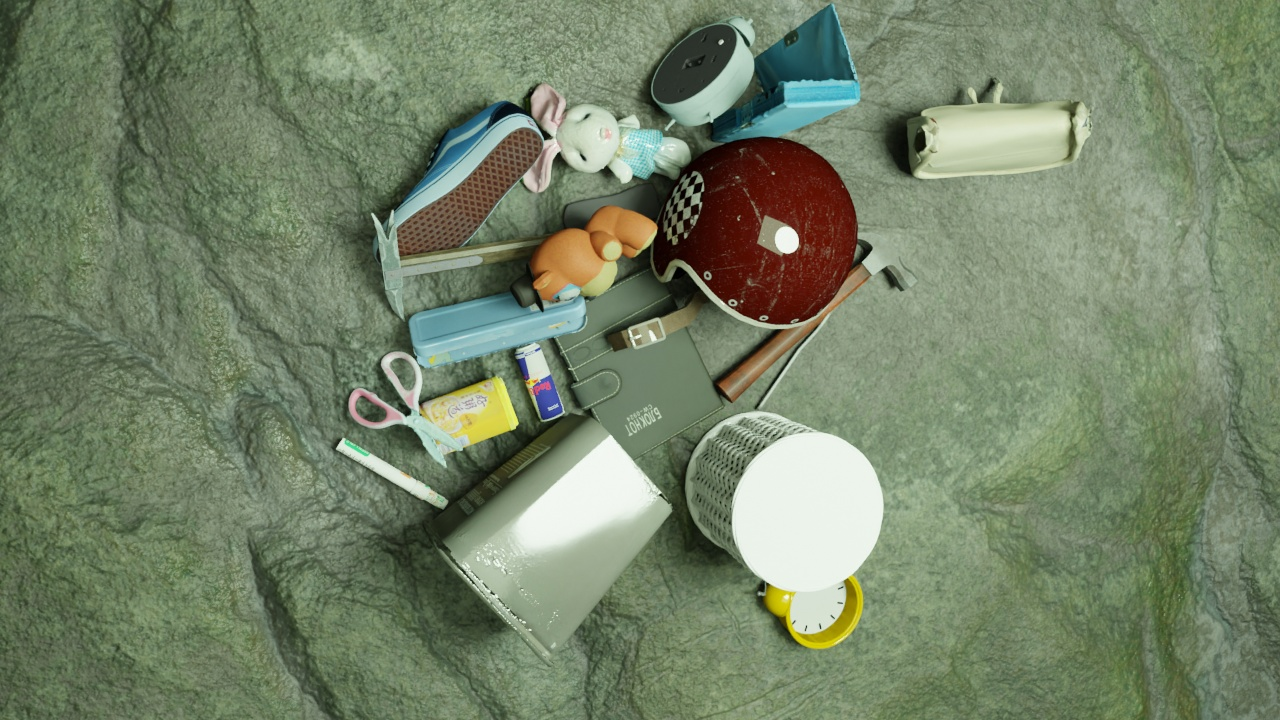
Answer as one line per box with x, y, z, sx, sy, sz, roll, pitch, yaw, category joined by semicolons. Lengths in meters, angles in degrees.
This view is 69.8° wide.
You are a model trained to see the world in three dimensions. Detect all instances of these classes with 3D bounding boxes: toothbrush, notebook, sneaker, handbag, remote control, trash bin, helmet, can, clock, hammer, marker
0.202;-0.003;1.208;0.013;0.013;0.167;35;86;-6;toothbrush
-0.007;0.006;1.151;0.169;0.029;0.209;-29;98;-12;notebook
-0.219;-0.206;1.067;0.241;0.098;0.083;-41;141;8;sneaker
0.448;-0.305;1.164;0.229;0.184;0.132;-8;94;3;handbag
-0.036;-0.184;1.134;0.124;0.009;0.046;-17;99;-12;remote control
-0.102;0.191;1.067;0.219;0.197;0.197;-43;102;-13;trash bin
0.121;-0.138;1.075;0.233;0.254;0.233;3;80;-29;helmet
-0.204;0.066;1.086;0.105;0.068;0.067;-20;100;-11;can
-0.123;0.026;1.120;0.032;0.032;0.095;-22;100;-11;can
0.229;0.316;1.227;0.152;0.052;0.113;44;84;-18;clock
0.079;-0.349;1.093;0.045;0.123;0.159;40;65;-39;clock
0.217;-0.053;1.187;0.300;0.028;0.111;-41;94;-9;hammer
-0.295;0.137;1.096;0.145;0.017;0.017;34;87;-14;marker
-0.146;-0.128;1.083;0.316;0.028;0.147;-11;135;-18;hammer

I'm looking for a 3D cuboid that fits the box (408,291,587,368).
-0.168;-0.041;1.095;0.210;0.069;0.064;-14;140;-9;box

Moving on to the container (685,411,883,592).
0.170;0.166;1.122;0.189;0.187;0.189;-1;94;-13;container

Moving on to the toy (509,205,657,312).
-0.067;-0.116;1.044;0.176;0.112;0.096;-19;93;-8;toy

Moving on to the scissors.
-0.252;0.051;1.047;0.179;0.016;0.108;26;77;28;scissors

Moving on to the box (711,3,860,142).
0.156;-0.324;1.055;0.094;0.232;0.110;-7;95;-13;box

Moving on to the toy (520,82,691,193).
-0.038;-0.249;1.081;0.205;0.106;0.131;9;96;-13;toy
